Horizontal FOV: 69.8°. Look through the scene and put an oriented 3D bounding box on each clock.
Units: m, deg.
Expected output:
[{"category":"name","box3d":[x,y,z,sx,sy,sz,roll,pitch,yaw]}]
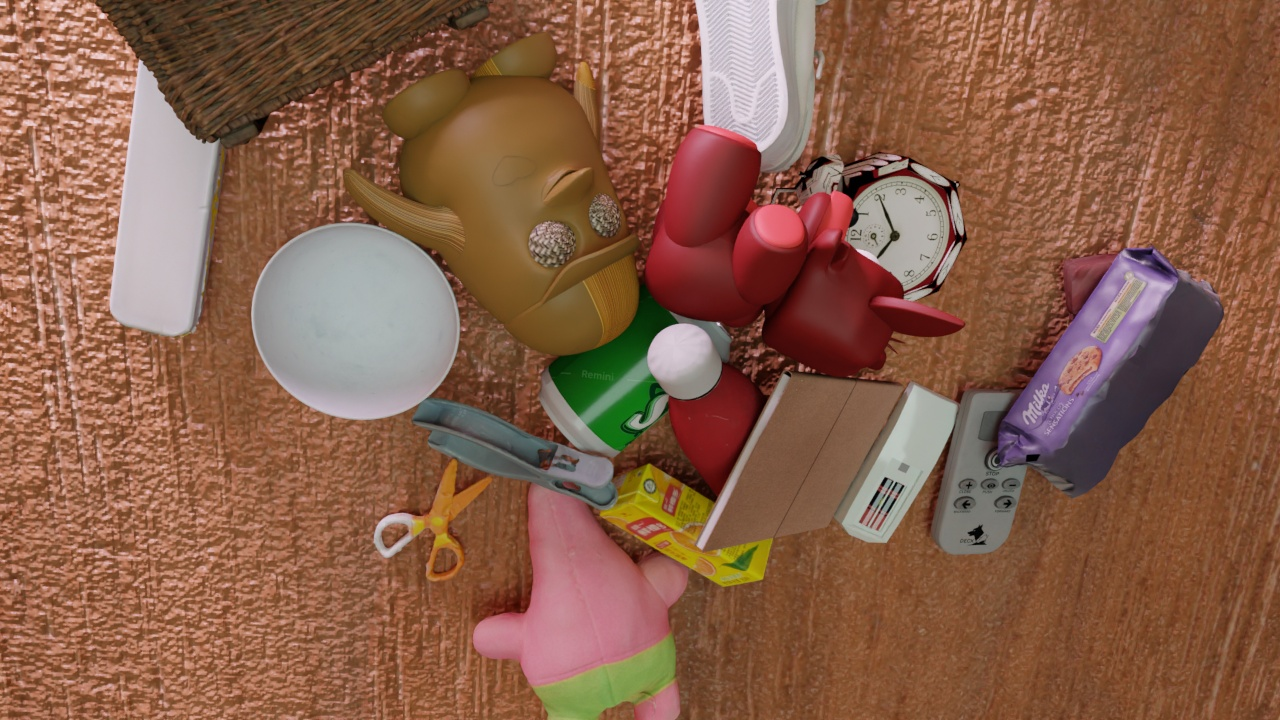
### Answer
[{"category":"clock","box3d":[0.162,-0.100,0.697,0.154,0.065,0.115,0,107,-13]}]

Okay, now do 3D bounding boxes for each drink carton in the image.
[{"category":"drink carton","box3d":[0.038,0.136,0.756,0.134,0.059,0.042,33,57,-19]}]

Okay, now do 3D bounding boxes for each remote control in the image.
[{"category":"remote control","box3d":[0.220,0.092,0.785,0.049,0.024,0.143,24,103,-11]},{"category":"remote control","box3d":[0.297,0.097,0.788,0.074,0.019,0.151,2,107,-18]}]

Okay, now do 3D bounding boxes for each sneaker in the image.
[{"category":"sneaker","box3d":[0.087,-0.251,0.648,0.090,0.090,0.242,0,89,25]}]

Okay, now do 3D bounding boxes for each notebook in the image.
[{"category":"notebook","box3d":[0.129,0.075,0.704,0.208,0.008,0.141,6,114,-54]}]

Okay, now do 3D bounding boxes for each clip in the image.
[{"category":"clip","box3d":[-0.096,0.063,0.687,0.167,0.127,0.028,16,68,13]}]

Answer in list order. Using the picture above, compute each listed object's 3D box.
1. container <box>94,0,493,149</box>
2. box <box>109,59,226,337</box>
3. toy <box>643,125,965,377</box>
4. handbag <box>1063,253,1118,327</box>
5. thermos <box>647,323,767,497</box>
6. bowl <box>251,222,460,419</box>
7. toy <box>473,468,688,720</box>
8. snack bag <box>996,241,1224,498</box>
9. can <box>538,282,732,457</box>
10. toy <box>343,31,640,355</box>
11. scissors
[{"category":"container","box3d":[-0.220,-0.259,0.560,0.250,0.162,0.183,-29,116,-6]},{"category":"box","box3d":[-0.341,-0.120,0.671,0.064,0.033,0.210,14,105,-9]},{"category":"toy","box3d":[0.098,-0.059,0.607,0.197,0.158,0.120,27,76,0]},{"category":"handbag","box3d":[0.375,-0.027,0.763,0.055,0.029,0.120,-9,113,-7]},{"category":"thermos","box3d":[0.060,0.045,0.666,0.073,0.073,0.240,-30,146,4]},{"category":"bowl","box3d":[-0.204,-0.036,0.683,0.144,0.074,0.144,-1,107,-4]},{"category":"toy","box3d":[-0.048,0.204,0.767,0.192,0.097,0.236,-17,93,-8]},{"category":"snack bag","box3d":[0.378,0.015,0.737,0.096,0.058,0.206,21,106,-28]},{"category":"can","box3d":[-0.004,0.004,0.706,0.140,0.087,0.088,-41,106,8]},{"category":"toy","box3d":[-0.074,-0.098,0.626,0.198,0.163,0.203,-33,99,-26]},{"category":"scissors","box3d":[-0.176,0.126,0.760,0.097,0.012,0.133,16,115,-7]}]
